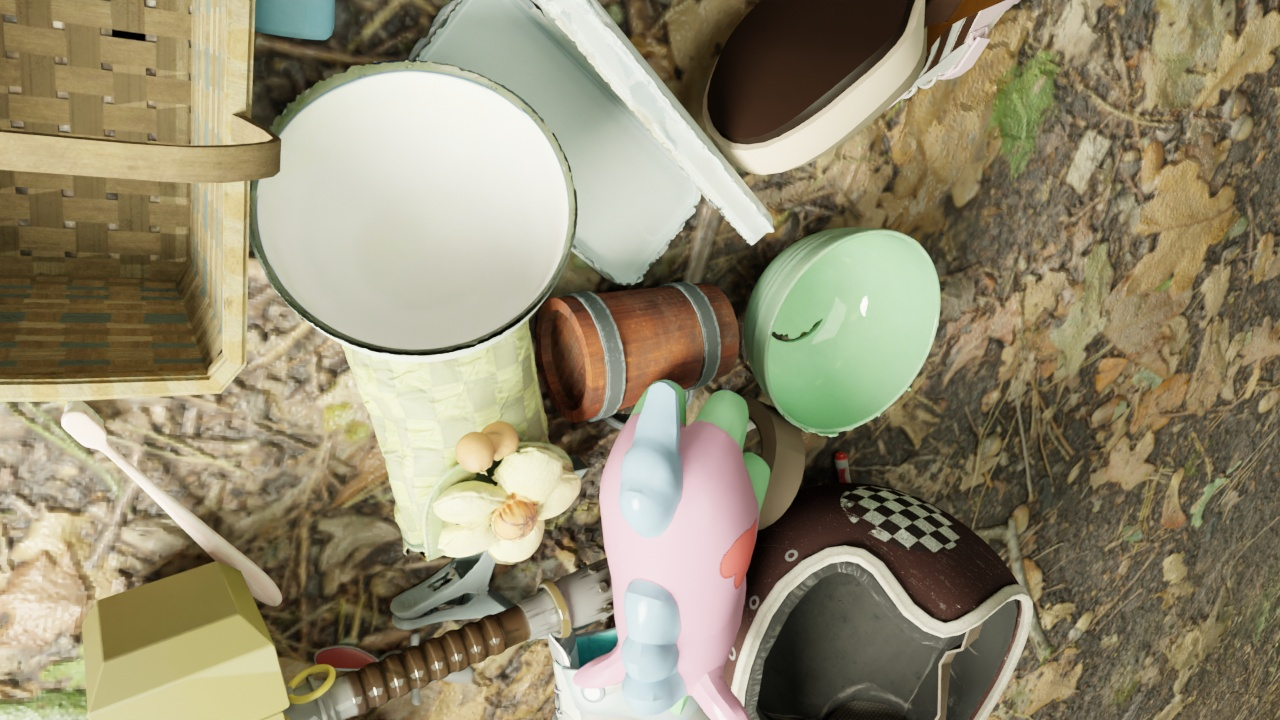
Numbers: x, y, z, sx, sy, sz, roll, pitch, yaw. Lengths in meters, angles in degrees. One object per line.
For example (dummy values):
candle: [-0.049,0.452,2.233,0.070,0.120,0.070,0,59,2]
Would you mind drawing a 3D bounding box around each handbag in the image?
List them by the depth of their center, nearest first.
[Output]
handbag: [-0.100,0.040,0.536,0.113,0.117,0.187,-22,121,-21]

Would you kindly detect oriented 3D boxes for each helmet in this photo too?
helmet: [0.167,0.219,0.680,0.233,0.254,0.234,-21,127,-39]

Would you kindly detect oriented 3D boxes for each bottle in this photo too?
bottle: [-0.163,-0.221,0.430,0.040,0.040,0.130,-3,113,-28]

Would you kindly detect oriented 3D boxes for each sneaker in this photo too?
sneaker: [0.157,-0.197,0.581,0.293,0.112,0.116,-47,139,-18]
sneaker: [-0.069,0.282,0.674,0.257,0.093,0.160,-23,102,8]

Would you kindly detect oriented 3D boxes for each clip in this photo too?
clip: [-0.076,0.162,0.661,0.169,0.031,0.164,-41,123,-6]

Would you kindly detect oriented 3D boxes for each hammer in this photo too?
hammer: [-0.138,0.190,0.568,0.324,0.101,0.190,-16,109,-29]

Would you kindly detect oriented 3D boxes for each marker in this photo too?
marker: [0.185,0.136,0.801,0.012,0.013,0.142,-27,122,-16]

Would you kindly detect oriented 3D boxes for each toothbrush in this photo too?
toothbrush: [-0.265,0.089,0.532,0.015,0.018,0.181,-35,127,-10]

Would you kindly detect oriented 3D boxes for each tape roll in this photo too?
tape roll: [0.073,0.074,0.661,0.030,0.094,0.094,22,100,-34]

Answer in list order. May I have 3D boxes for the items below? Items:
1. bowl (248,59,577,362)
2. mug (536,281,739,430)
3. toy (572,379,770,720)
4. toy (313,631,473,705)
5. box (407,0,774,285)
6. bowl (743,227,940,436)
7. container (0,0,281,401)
bowl: [-0.112,-0.067,0.466,0.153,0.073,0.153,3,74,-9]
mug: [-0.004,0.004,0.604,0.111,0.081,0.118,-12,135,-28]
toy: [0.020,0.118,0.551,0.222,0.120,0.170,68,38,-52]
toy: [-0.168,0.214,0.631,0.111,0.030,0.049,1,83,-32]
box: [-0.016,-0.123,0.516,0.210,0.105,0.130,35,96,-35]
bowl: [0.133,-0.030,0.657,0.150,0.077,0.151,-11,117,-24]
container: [-0.232,-0.099,0.357,0.157,0.186,0.250,-1,112,-29]
